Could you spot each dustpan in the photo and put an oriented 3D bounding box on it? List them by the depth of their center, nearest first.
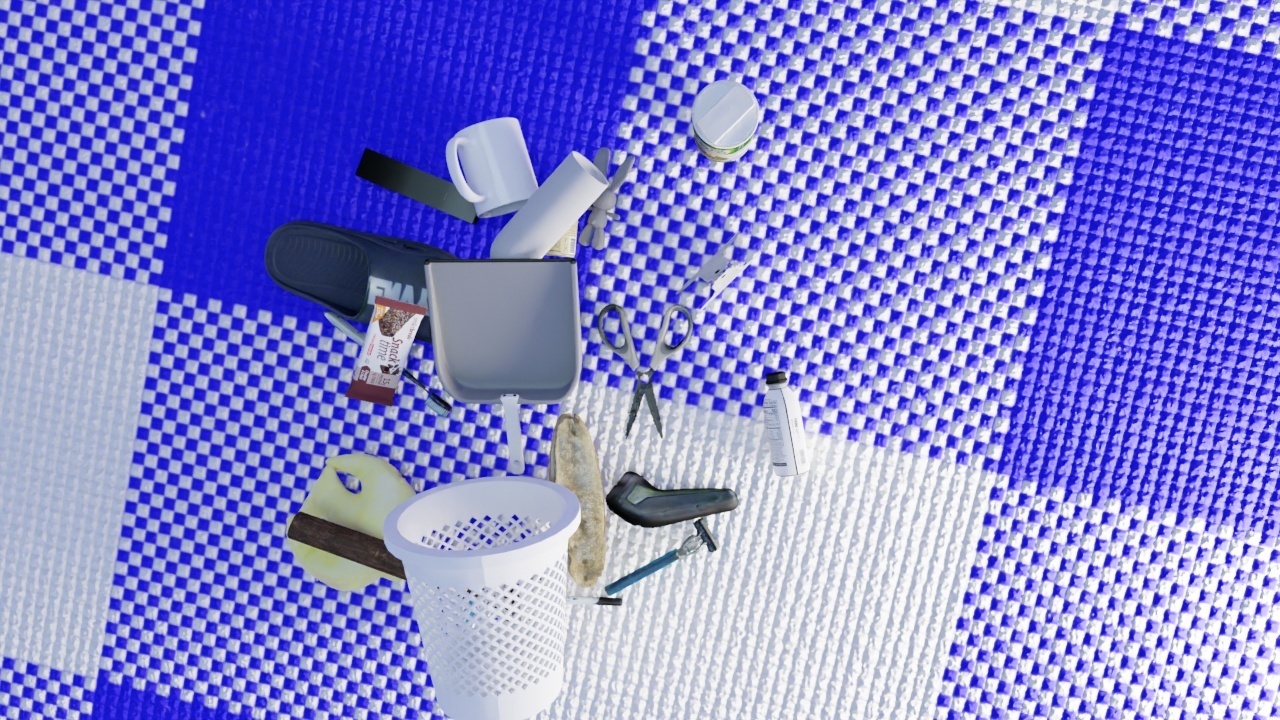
[{"bbox_3d":[-0.146,0.012,1.025,0.163,0.033,0.258,0,119,4],"label":"dustpan"}]

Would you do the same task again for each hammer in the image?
[{"bbox_3d":[-0.231,0.200,1.030,0.300,0.037,0.217,23,90,-12],"label":"hammer"}]

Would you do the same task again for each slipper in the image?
[{"bbox_3d":[-0.307,-0.094,1.034,0.268,0.083,0.111,18,94,4],"label":"slipper"}]

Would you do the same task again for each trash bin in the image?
[{"bbox_3d":[-0.153,0.249,0.946,0.195,0.195,0.200,-2,105,4],"label":"trash bin"}]

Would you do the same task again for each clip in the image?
[{"bbox_3d":[0.086,-0.098,1.023,0.102,0.052,0.058,-45,51,6],"label":"clip"}]

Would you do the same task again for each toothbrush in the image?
[{"bbox_3d":[-0.297,0.003,1.074,0.189,0.016,0.017,39,106,0],"label":"toothbrush"}]

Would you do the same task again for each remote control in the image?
[{"bbox_3d":[-0.252,-0.199,1.053,0.150,0.013,0.034,23,92,2],"label":"remote control"}]

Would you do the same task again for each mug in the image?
[{"bbox_3d":[-0.167,-0.208,0.999,0.074,0.110,0.090,-15,94,33],"label":"mug"}]

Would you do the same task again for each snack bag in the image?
[{"bbox_3d":[-0.287,-0.007,1.028,0.057,0.013,0.158,14,129,-22],"label":"snack bag"}]

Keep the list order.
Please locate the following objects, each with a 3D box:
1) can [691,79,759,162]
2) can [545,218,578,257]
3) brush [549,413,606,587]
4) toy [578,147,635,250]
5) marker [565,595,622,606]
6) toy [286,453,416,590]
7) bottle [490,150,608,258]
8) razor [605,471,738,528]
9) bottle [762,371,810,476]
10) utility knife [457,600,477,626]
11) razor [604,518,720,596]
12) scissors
[{"bbox_3d":[0.088,-0.250,0.968,0.067,0.121,0.067,0,95,4],"label":"can"},{"bbox_3d":[-0.089,-0.157,1.031,0.038,0.038,0.079,6,95,4],"label":"can"},{"bbox_3d":[-0.069,0.156,1.016,0.059,0.043,0.195,-6,88,-11],"label":"brush"},{"bbox_3d":[-0.042,-0.181,1.030,0.049,0.030,0.112,20,102,17],"label":"toy"},{"bbox_3d":[-0.097,0.282,1.084,0.152,0.011,0.011,1,95,4],"label":"marker"},{"bbox_3d":[-0.327,0.196,1.068,0.155,0.064,0.170,37,98,2],"label":"toy"},{"bbox_3d":[-0.119,-0.137,0.994,0.052,0.052,0.195,46,108,0],"label":"bottle"},{"bbox_3d":[0.035,0.156,1.047,0.151,0.054,0.067,-5,76,-1],"label":"razor"},{"bbox_3d":[0.161,0.070,1.030,0.041,0.041,0.116,-10,94,5],"label":"bottle"},{"bbox_3d":[-0.212,0.318,1.093,0.022,0.015,0.179,16,95,3],"label":"utility knife"},{"bbox_3d":[0.021,0.236,1.066,0.144,0.022,0.042,-31,91,7],"label":"razor"},{"bbox_3d":[0.007,0.001,1.050,0.166,0.012,0.157,-42,89,7],"label":"scissors"}]
